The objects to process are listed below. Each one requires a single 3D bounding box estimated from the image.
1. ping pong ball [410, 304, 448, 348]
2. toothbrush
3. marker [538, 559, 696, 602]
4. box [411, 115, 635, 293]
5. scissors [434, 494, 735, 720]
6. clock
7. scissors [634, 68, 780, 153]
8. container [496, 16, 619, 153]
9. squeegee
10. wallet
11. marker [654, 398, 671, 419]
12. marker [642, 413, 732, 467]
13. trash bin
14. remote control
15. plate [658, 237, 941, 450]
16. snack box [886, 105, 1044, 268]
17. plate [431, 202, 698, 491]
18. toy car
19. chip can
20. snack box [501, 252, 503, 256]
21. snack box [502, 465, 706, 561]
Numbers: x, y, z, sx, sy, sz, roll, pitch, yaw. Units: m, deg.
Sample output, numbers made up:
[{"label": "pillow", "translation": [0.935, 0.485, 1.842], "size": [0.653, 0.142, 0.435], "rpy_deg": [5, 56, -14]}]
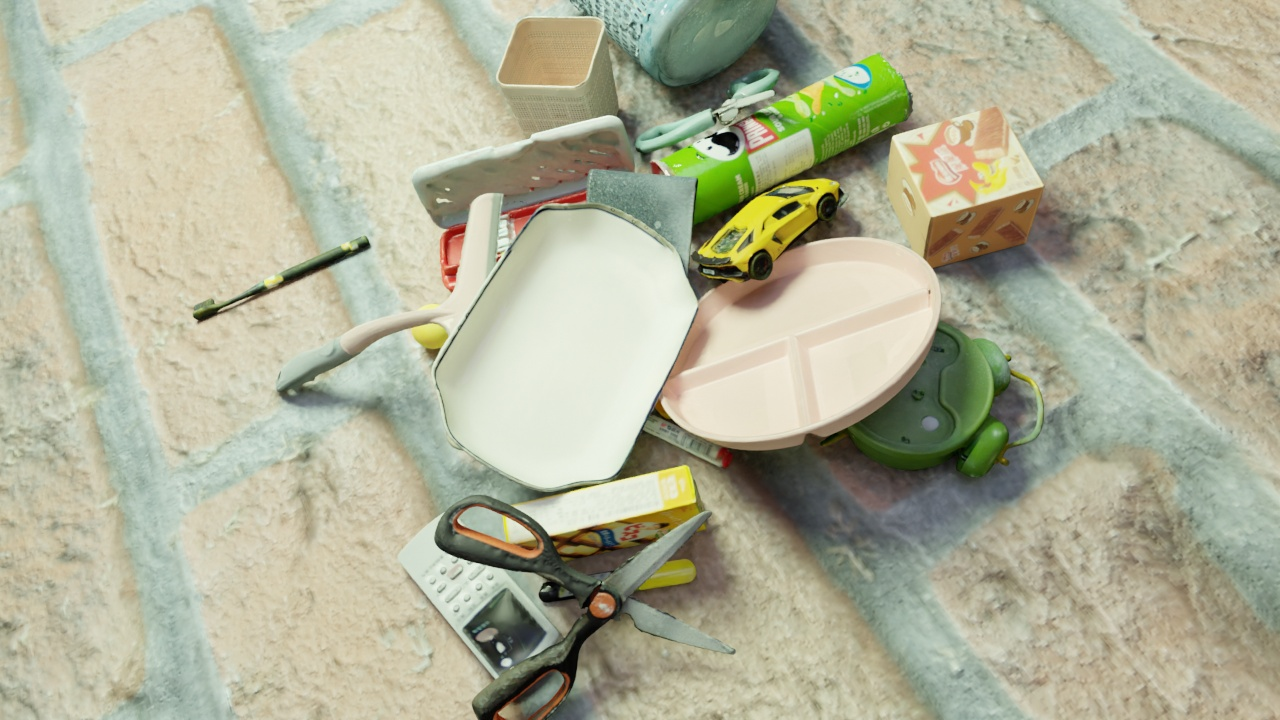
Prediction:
[{"label": "ping pong ball", "translation": [-0.186, -0.031, 0.827], "size": [0.040, 0.040, 0.040], "rpy_deg": [-5, 61, 8]}, {"label": "toothbrush", "translation": [-0.355, -0.084, 0.907], "size": [0.186, 0.012, 0.017], "rpy_deg": [-24, 49, -3]}, {"label": "marker", "translation": [-0.019, 0.169, 0.701], "size": [0.124, 0.015, 0.018], "rpy_deg": [-11, 59, 9]}, {"label": "box", "translation": [-0.098, -0.140, 0.836], "size": [0.201, 0.100, 0.102], "rpy_deg": [-14, 59, 4]}, {"label": "scissors", "translation": [-0.046, 0.175, 0.641], "size": [0.233, 0.021, 0.221], "rpy_deg": [30, 99, -6]}, {"label": "clock", "translation": [0.224, 0.030, 0.704], "size": [0.161, 0.056, 0.116], "rpy_deg": [6, 64, 14]}, {"label": "scissors", "translation": [0.060, -0.230, 0.863], "size": [0.181, 0.019, 0.170], "rpy_deg": [-21, 22, 19]}, {"label": "container", "translation": [-0.073, -0.258, 0.889], "size": [0.090, 0.111, 0.089], "rpy_deg": [6, 63, 14]}, {"label": "squeegee", "translation": [-0.234, -0.014, 0.782], "size": [0.250, 0.040, 0.247], "rpy_deg": [-18, 56, 26]}, {"label": "wallet", "translation": [-0.002, -0.103, 0.803], "size": [0.097, 0.019, 0.121], "rpy_deg": [8, 105, 14]}, {"label": "marker", "translation": [-0.005, 0.005, 0.788], "size": [0.018, 0.015, 0.124], "rpy_deg": [-33, 58, -9]}, {"label": "marker", "translation": [0.009, 0.053, 0.757], "size": [0.145, 0.017, 0.017], "rpy_deg": [24, 68, 21]}, {"label": "trash bin", "translation": [0.022, -0.387, 0.900], "size": [0.226, 0.227, 0.195], "rpy_deg": [-31, 73, -7]}, {"label": "remote control", "translation": [-0.126, 0.183, 0.709], "size": [0.058, 0.021, 0.150], "rpy_deg": [-43, 62, -13]}, {"label": "plate", "translation": [0.120, -0.015, 0.716], "size": [0.230, 0.028, 0.229], "rpy_deg": [-22, 35, 16]}, {"label": "snack box", "translation": [0.271, -0.145, 0.779], "size": [0.094, 0.077, 0.092], "rpy_deg": [-15, 60, 3]}, {"label": "plate", "translation": [-0.055, -0.014, 0.724], "size": [0.162, 0.034, 0.265], "rpy_deg": [30, 57, -7]}, {"label": "toy car", "translation": [0.112, -0.118, 0.798], "size": [0.155, 0.041, 0.071], "rpy_deg": [-39, 30, -19]}, {"label": "chip can", "translation": [0.129, -0.200, 0.841], "size": [0.236, 0.072, 0.072], "rpy_deg": [-27, 60, -5]}, {"label": "snack box", "translation": [-0.104, -0.004, 0.771], "size": [0.026, 0.086, 0.156], "rpy_deg": [-1, 62, 8]}, {"label": "snack box", "translation": [-0.024, 0.118, 0.685], "size": [0.140, 0.087, 0.033], "rpy_deg": [-15, 66, 3]}]
